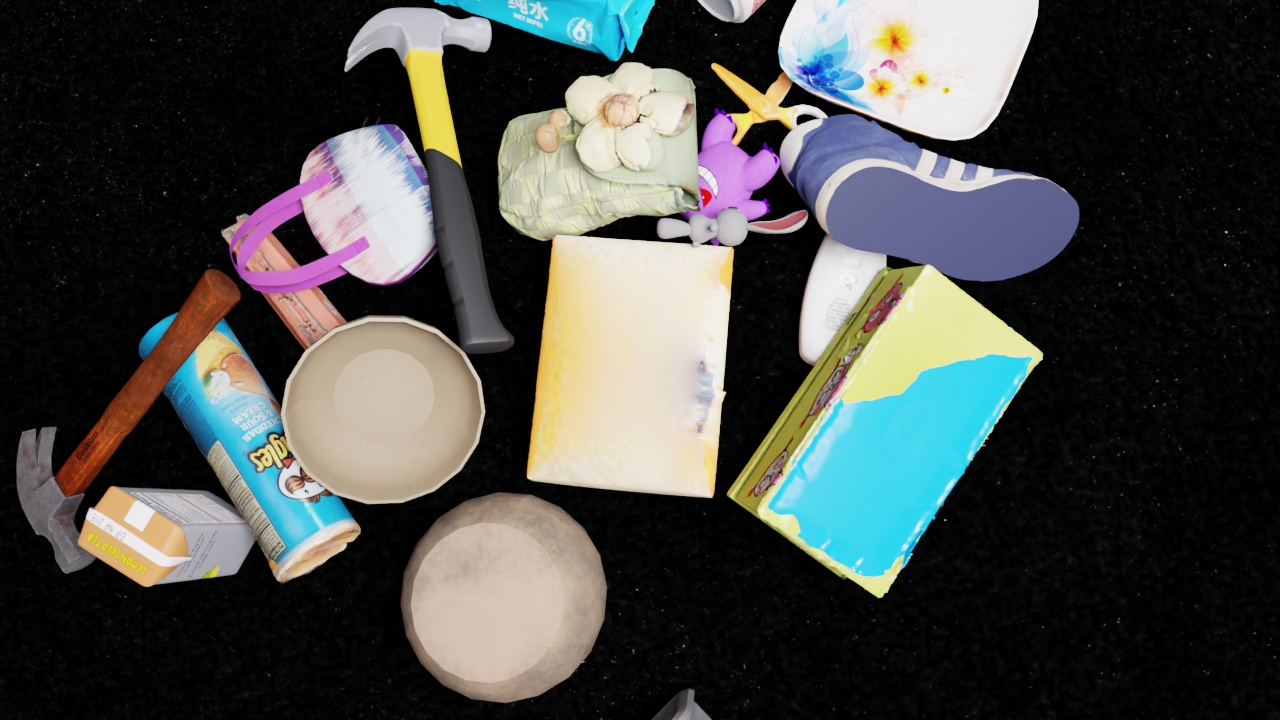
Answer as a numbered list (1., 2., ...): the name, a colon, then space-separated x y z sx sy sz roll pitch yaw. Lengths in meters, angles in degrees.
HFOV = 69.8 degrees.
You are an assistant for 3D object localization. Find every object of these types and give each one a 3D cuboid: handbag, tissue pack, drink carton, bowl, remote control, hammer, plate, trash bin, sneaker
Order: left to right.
1. hammer: -0.408 0.039 0.728 0.301 0.028 0.111 -43 78 21
2. drink carton: -0.360 0.135 0.714 0.076 0.125 0.048 28 84 9
3. handbag: -0.253 -0.114 0.756 0.169 0.068 0.144 -29 79 -11
4. bowl: -0.204 0.034 0.734 0.152 0.050 0.152 -4 106 -15
5. hammer: -0.155 -0.152 0.728 0.127 0.029 0.323 -3 65 -28
6. bowl: -0.110 0.183 0.709 0.162 0.070 0.162 -1 81 6
7. tissue pack: -0.082 -0.337 0.784 0.209 0.066 0.116 20 68 11
8. handbag: -0.039 -0.164 0.724 0.187 0.117 0.113 -8 72 21
9. trash bin: 0.043 0.387 0.649 0.192 0.097 0.220 -45 81 -2
10. remote control: 0.162 -0.048 0.739 0.060 0.028 0.114 13 82 6
11. plate: 0.221 -0.272 0.761 0.187 0.016 0.186 24 73 9
12. sneaker: 0.217 -0.133 0.730 0.232 0.118 0.092 1 122 -22

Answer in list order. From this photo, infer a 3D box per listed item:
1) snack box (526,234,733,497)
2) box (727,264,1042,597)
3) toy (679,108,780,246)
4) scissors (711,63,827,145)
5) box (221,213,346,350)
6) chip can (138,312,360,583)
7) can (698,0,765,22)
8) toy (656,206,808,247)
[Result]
1. snack box: -0.004 0.004 0.721 0.145 0.080 0.195 5 81 6
2. box: 0.178 0.050 0.683 0.124 0.082 0.221 34 88 -9
3. toy: 0.065 -0.144 0.750 0.088 0.056 0.106 -47 62 8
4. scissors: 0.107 -0.211 0.779 0.130 0.011 0.125 36 88 8
5. box: -0.294 -0.045 0.779 0.187 0.060 0.058 49 120 11
6. chip can: -0.319 0.067 0.747 0.080 0.080 0.229 -36 79 -1
7. can: 0.104 -0.356 0.769 0.136 0.078 0.078 -45 80 -2
8. toy: 0.068 -0.102 0.698 0.112 0.049 0.030 -2 98 0
